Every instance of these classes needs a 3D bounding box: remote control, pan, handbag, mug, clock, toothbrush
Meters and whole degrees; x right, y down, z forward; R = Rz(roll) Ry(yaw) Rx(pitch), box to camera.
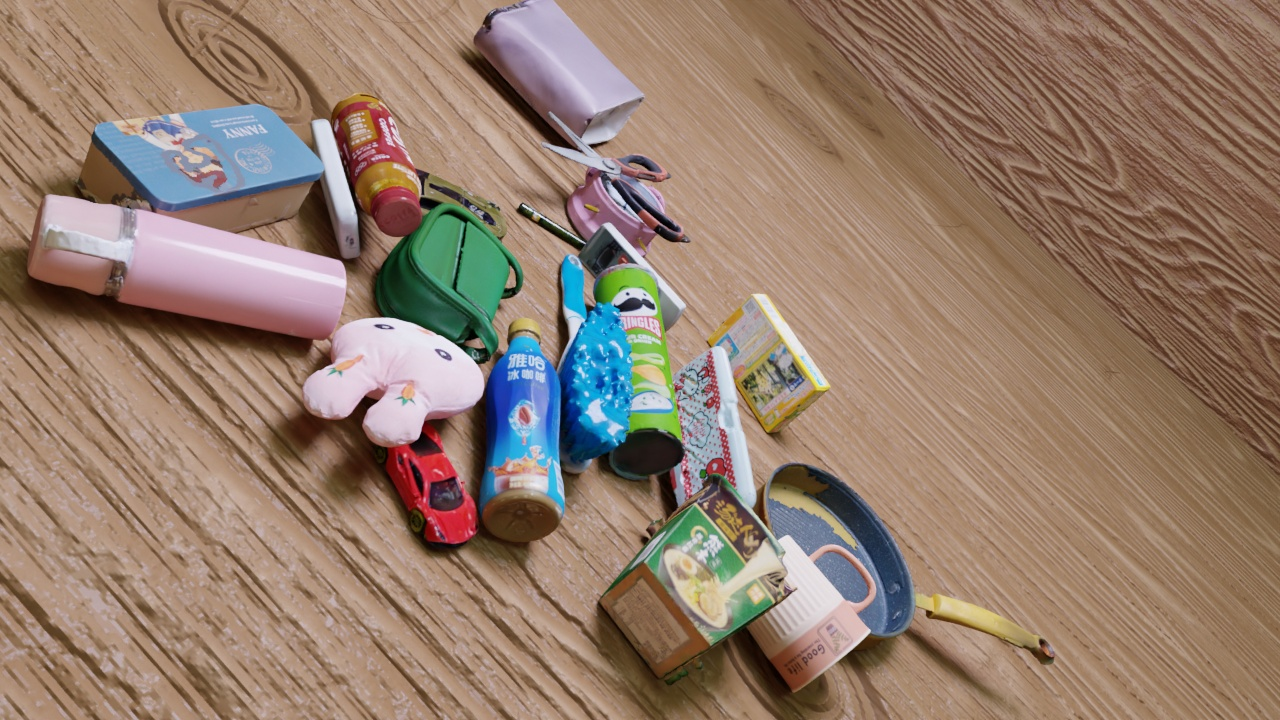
[{"bbox_3d":[-0.272,-0.154,0.818,0.020,0.056,0.136,-13,56,-20],"label":"remote control"},{"bbox_3d":[0.265,0.228,0.929,0.357,0.078,0.197,35,33,-12],"label":"pan"},{"bbox_3d":[-0.168,-0.069,0.828,0.120,0.068,0.131,39,30,-20],"label":"handbag"},{"bbox_3d":[0.144,0.208,0.795,0.106,0.114,0.082,52,-5,18],"label":"mug"},{"bbox_3d":[-0.010,-0.087,1.021,0.135,0.056,0.019,49,33,8],"label":"remote control"},{"bbox_3d":[-0.024,-0.189,1.122,0.117,0.060,0.158,33,32,-16],"label":"clock"},{"bbox_3d":[-0.110,-0.376,1.211,0.197,0.099,0.144,46,31,3],"label":"handbag"},{"bbox_3d":[-0.058,-0.131,1.056,0.185,0.017,0.012,30,37,-19],"label":"toothbrush"}]

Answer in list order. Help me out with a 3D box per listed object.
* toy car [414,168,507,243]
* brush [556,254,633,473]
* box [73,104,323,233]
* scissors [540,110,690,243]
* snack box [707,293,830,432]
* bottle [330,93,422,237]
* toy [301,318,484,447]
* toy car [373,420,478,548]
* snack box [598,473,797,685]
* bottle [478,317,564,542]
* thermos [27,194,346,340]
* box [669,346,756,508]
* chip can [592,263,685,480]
[{"bbox_3d":[-0.206,-0.154,0.904,0.158,0.042,0.070,21,38,-27],"label":"toy car"},{"bbox_3d":[-0.054,-0.024,0.882,0.060,0.110,0.313,18,47,-20],"label":"brush"},{"bbox_3d":[-0.341,-0.149,0.733,0.090,0.062,0.183,45,34,2],"label":"box"},{"bbox_3d":[-0.024,-0.216,1.083,0.222,0.015,0.189,3,50,-46],"label":"scissors"},{"bbox_3d":[0.145,0.003,1.054,0.033,0.087,0.140,0,51,-46],"label":"snack box"},{"bbox_3d":[-0.236,-0.176,0.828,0.057,0.058,0.174,12,34,-39],"label":"bottle"},{"bbox_3d":[-0.184,0.014,0.696,0.121,0.054,0.159,24,22,-2],"label":"toy"},{"bbox_3d":[-0.156,0.090,0.682,0.049,0.031,0.106,-8,60,-50],"label":"toy car"},{"bbox_3d":[0.038,0.177,0.724,0.117,0.118,0.105,50,43,11],"label":"snack box"},{"bbox_3d":[-0.098,0.045,0.763,0.065,0.065,0.218,24,36,-27],"label":"bottle"},{"bbox_3d":[-0.310,-0.063,0.646,0.198,0.087,0.067,15,86,-39],"label":"thermos"},{"bbox_3d":[0.077,0.085,0.873,0.095,0.102,0.201,23,38,-27],"label":"box"},{"bbox_3d":[-0.005,0.005,0.904,0.072,0.072,0.235,24,38,-27],"label":"chip can"}]
